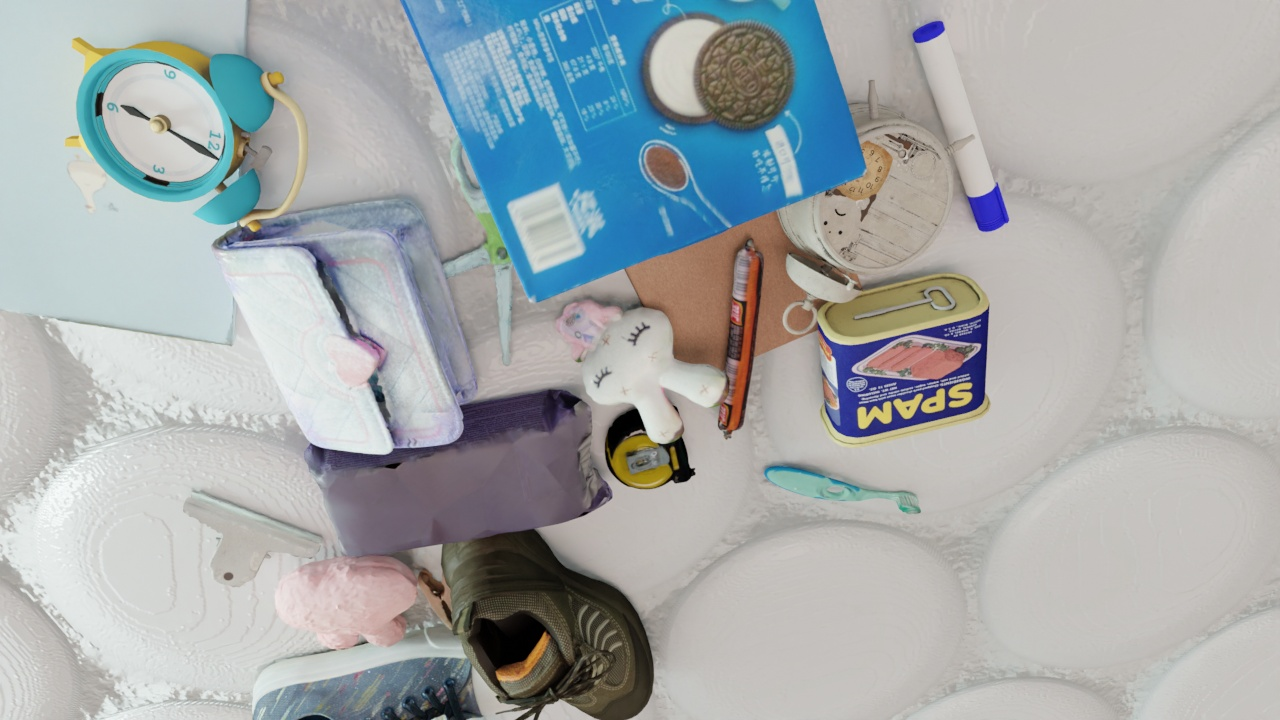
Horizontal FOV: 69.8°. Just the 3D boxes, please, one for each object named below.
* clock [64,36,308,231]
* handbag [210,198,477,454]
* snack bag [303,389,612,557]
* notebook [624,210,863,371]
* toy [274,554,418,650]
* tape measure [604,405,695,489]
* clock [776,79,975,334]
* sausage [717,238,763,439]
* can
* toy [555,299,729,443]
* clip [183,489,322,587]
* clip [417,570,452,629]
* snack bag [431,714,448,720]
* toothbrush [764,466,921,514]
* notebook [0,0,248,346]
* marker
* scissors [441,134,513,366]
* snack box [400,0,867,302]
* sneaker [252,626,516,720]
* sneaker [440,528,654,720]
[{"bbox_3d":[-0.253,-0.129,0.517,0.129,0.043,0.099,17,117,-9],"label":"clock"},{"bbox_3d":[-0.185,-0.015,0.585,0.126,0.069,0.159,-6,123,8],"label":"handbag"},{"bbox_3d":[-0.128,0.084,0.655,0.205,0.058,0.096,-10,120,1],"label":"snack bag"},{"bbox_3d":[0.052,-0.091,0.600,0.141,0.008,0.209,-23,120,8],"label":"notebook"},{"bbox_3d":[-0.224,0.193,0.716,0.108,0.053,0.105,-5,132,-6],"label":"toy"},{"bbox_3d":[0.004,0.066,0.672,0.061,0.034,0.062,-14,120,4],"label":"tape measure"},{"bbox_3d":[0.133,-0.084,0.571,0.103,0.061,0.157,20,107,-22],"label":"clock"},{"bbox_3d":[0.069,-0.010,0.632,0.020,0.020,0.155,-1,120,-6],"label":"sausage"},{"bbox_3d":[0.180,-0.001,0.632,0.116,0.056,0.092,-13,126,0],"label":"can"},{"bbox_3d":[-0.004,0.004,0.621,0.122,0.038,0.079,38,113,-2],"label":"toy"},{"bbox_3d":[-0.297,0.141,0.685,0.101,0.045,0.056,26,101,-19],"label":"clip"},{"bbox_3d":[-0.159,0.189,0.734,0.052,0.026,0.059,16,116,-13],"label":"clip"},{"bbox_3d":[-0.165,0.323,0.734,0.077,0.041,0.225,-19,156,-8],"label":"snack bag"},{"bbox_3d":[0.160,0.102,0.720,0.135,0.017,0.022,13,121,-13],"label":"toothbrush"},{"bbox_3d":[-0.328,-0.131,0.536,0.181,0.009,0.254,10,119,-12],"label":"notebook"},{"bbox_3d":[0.204,-0.144,0.578,0.020,0.020,0.141,-26,119,9],"label":"marker"},{"bbox_3d":[-0.091,-0.075,0.591,0.171,0.023,0.172,-18,122,8],"label":"scissors"},{"bbox_3d":[-0.013,-0.175,0.484,0.196,0.056,0.239,-20,104,6],"label":"snack box"},{"bbox_3d":[-0.205,0.281,0.750,0.235,0.079,0.087,-7,121,-2],"label":"sneaker"},{"bbox_3d":[-0.060,0.231,0.699,0.101,0.142,0.238,-34,118,13],"label":"sneaker"}]
